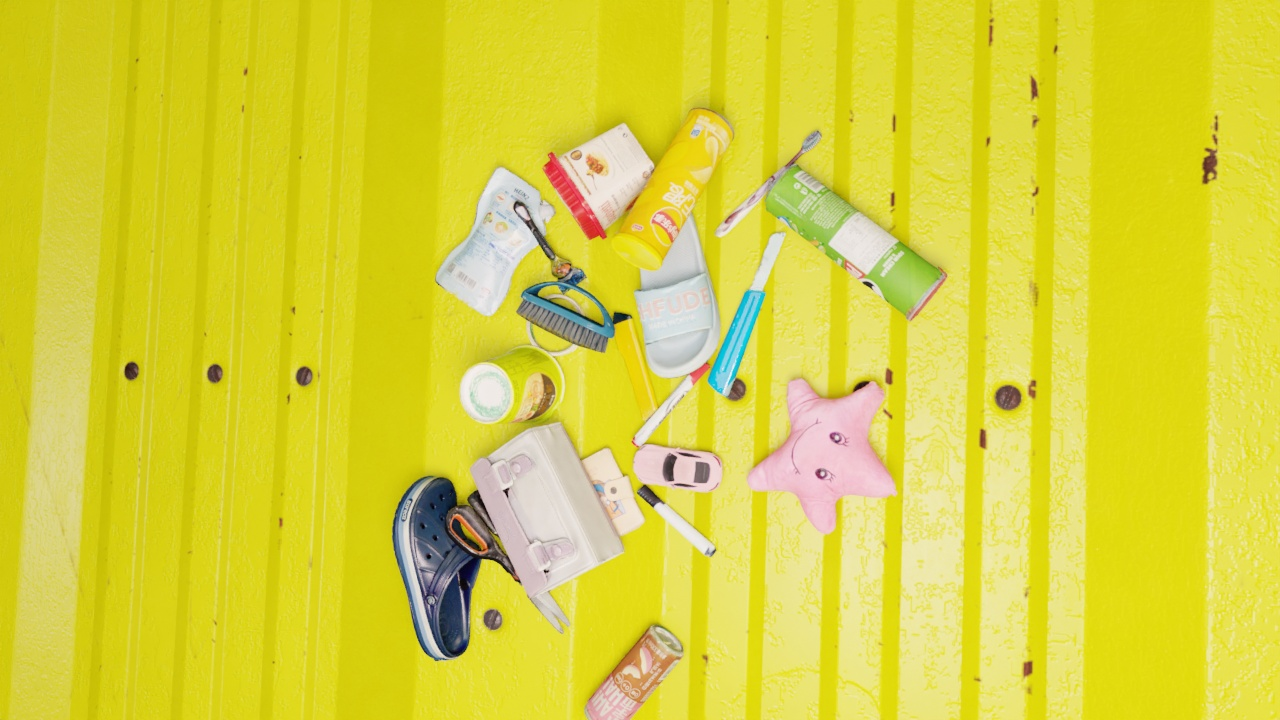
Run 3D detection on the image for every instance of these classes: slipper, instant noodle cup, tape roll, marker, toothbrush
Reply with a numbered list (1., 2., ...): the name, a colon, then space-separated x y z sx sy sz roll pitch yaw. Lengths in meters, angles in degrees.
1. slipper: 0.041 -0.100 1.198 0.104 0.074 0.245 -9 82 16
2. instant noodle cup: -0.177 0.039 1.224 0.112 0.123 0.112 2 95 21
3. tape roll: -0.117 -0.049 1.275 0.086 0.014 0.085 -1 86 17
4. slipper: -0.268 0.283 1.255 0.095 0.105 0.252 -9 85 20
5. marker: 0.039 0.058 1.213 0.017 0.017 0.145 42 94 15
6. marker: 0.047 0.210 1.206 0.131 0.023 0.018 39 65 16
7. instant noodle cup: -0.049 -0.241 1.220 0.124 0.116 0.116 -34 78 0
8. toothbrush: 0.165 -0.229 1.195 0.188 0.017 0.016 -44 75 10

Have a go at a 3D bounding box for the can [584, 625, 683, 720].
1. can: -0.008 0.415 1.192 0.058 0.058 0.147 41 98 15

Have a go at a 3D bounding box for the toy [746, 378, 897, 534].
1. toy: 0.237 0.111 1.123 0.179 0.074 0.194 28 96 25

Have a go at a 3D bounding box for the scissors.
1. scissors: -0.164 0.269 1.259 0.234 0.152 0.022 34 138 -12

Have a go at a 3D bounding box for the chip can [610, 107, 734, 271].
1. chip can: 0.044 -0.218 1.170 0.072 0.072 0.213 25 73 17

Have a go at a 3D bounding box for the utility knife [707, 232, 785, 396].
1. utility knife: 0.140 -0.062 1.193 0.034 0.018 0.225 23 95 19

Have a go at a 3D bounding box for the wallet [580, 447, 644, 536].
1. wallet: -0.049 0.184 1.238 0.087 0.024 0.115 -30 78 19

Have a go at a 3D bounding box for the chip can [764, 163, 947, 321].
1. chip can: 0.262 -0.148 1.133 0.236 0.072 0.072 41 99 15

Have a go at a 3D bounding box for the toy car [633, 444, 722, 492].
1. toy car: 0.048 0.141 1.202 0.122 0.037 0.056 5 87 18

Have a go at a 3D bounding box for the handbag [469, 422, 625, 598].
1. handbag: -0.132 0.200 1.216 0.145 0.098 0.197 -35 76 32

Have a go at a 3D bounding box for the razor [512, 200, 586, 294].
1. razor: -0.132 -0.160 1.263 0.043 0.022 0.142 -34 94 10

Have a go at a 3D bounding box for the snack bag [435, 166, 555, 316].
1. snack bag: -0.205 -0.166 1.297 0.110 0.038 0.191 34 95 16

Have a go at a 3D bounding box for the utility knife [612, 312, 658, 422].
1. utility knife: -0.007 0.007 1.237 0.033 0.015 0.156 -19 83 22

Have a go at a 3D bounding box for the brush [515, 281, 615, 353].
1. brush: -0.097 -0.065 1.232 0.144 0.055 0.073 24 94 17
